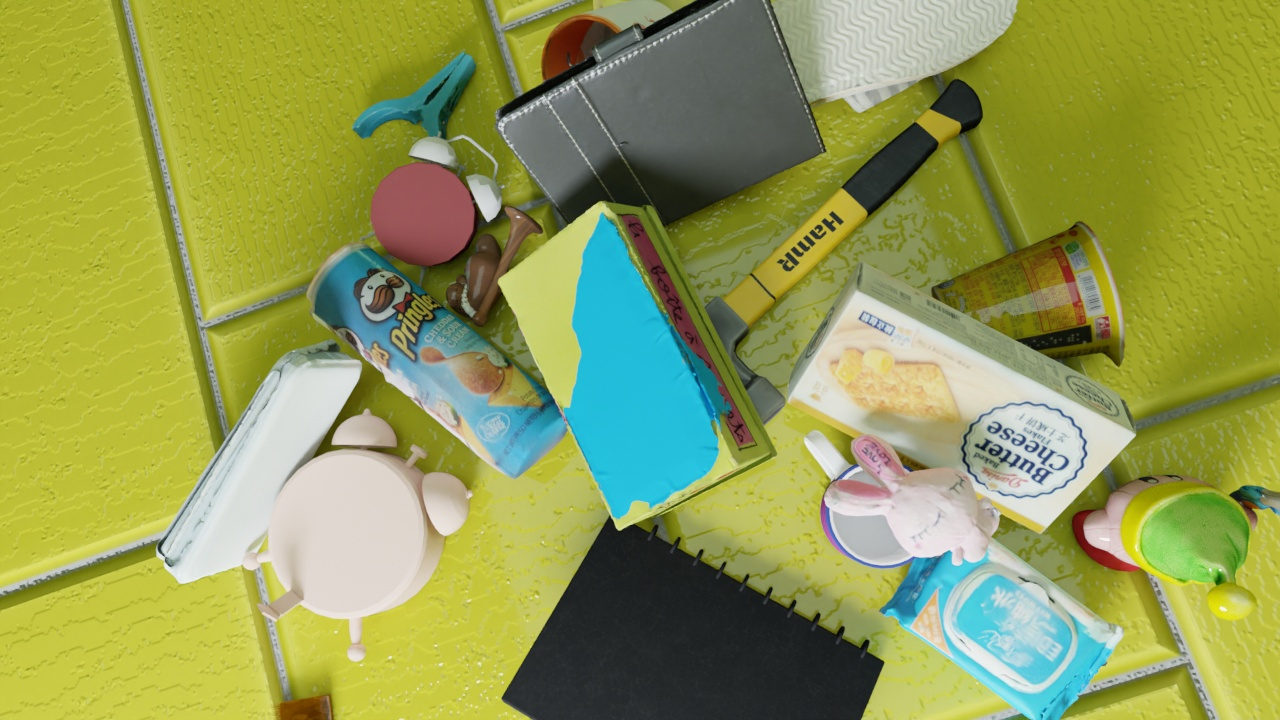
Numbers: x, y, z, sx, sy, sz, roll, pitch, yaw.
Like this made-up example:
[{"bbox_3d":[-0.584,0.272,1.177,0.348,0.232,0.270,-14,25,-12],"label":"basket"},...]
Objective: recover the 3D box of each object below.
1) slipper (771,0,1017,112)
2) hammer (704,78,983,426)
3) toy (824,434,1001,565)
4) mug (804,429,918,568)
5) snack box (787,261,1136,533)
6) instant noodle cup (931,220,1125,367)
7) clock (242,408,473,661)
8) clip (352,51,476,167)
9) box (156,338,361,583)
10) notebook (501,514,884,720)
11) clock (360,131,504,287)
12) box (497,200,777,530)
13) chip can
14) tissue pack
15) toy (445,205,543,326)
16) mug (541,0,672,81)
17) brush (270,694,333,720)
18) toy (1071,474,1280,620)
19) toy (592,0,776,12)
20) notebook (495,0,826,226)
[{"bbox_3d":[0.163,-0.254,0.728,0.272,0.054,0.114,-20,102,-3],"label":"slipper"},{"bbox_3d":[0.145,-0.109,0.735,0.324,0.034,0.170,-43,76,-2],"label":"hammer"},{"bbox_3d":[0.181,0.093,0.607,0.110,0.047,0.063,24,76,14],"label":"toy"},{"bbox_3d":[0.160,0.098,0.673,0.075,0.076,0.112,-39,78,0],"label":"mug"},{"bbox_3d":[0.218,0.027,0.644,0.208,0.057,0.104,28,123,1],"label":"snack box"},{"bbox_3d":[0.279,-0.039,0.675,0.112,0.100,0.100,-15,79,15],"label":"instant noodle cup"},{"bbox_3d":[-0.226,0.133,0.723,0.131,0.086,0.160,36,81,12],"label":"clock"},{"bbox_3d":[-0.201,-0.212,0.804,0.119,0.033,0.120,2,81,12],"label":"clip"},{"bbox_3d":[-0.293,0.078,0.718,0.063,0.118,0.214,38,98,2],"label":"box"},{"bbox_3d":[0.042,0.230,0.670,0.231,0.019,0.168,27,65,11],"label":"notebook"},{"bbox_3d":[-0.171,-0.128,0.762,0.087,0.044,0.124,40,92,-7],"label":"clock"},{"bbox_3d":[-0.004,0.004,0.694,0.125,0.079,0.221,-34,78,28],"label":"box"},{"bbox_3d":[-0.163,0.001,0.737,0.229,0.080,0.080,38,87,11],"label":"chip can"},{"bbox_3d":[0.257,0.185,0.652,0.144,0.061,0.093,35,86,12],"label":"tissue pack"},{"bbox_3d":[-0.125,-0.074,0.759,0.055,0.041,0.101,4,67,47],"label":"toy"},{"bbox_3d":[-0.018,-0.238,0.726,0.082,0.105,0.082,13,121,21],"label":"mug"},{"bbox_3d":[-0.261,0.333,0.724,0.048,0.017,0.126,-12,79,6],"label":"brush"},{"bbox_3d":[0.371,0.121,0.610,0.124,0.131,0.096,-6,75,6],"label":"toy"},{"bbox_3d":[0.042,-0.315,0.767,0.170,0.064,0.155,18,99,13],"label":"toy"},{"bbox_3d":[0.018,-0.173,0.685,0.209,0.169,0.029,-25,46,11],"label":"notebook"}]
